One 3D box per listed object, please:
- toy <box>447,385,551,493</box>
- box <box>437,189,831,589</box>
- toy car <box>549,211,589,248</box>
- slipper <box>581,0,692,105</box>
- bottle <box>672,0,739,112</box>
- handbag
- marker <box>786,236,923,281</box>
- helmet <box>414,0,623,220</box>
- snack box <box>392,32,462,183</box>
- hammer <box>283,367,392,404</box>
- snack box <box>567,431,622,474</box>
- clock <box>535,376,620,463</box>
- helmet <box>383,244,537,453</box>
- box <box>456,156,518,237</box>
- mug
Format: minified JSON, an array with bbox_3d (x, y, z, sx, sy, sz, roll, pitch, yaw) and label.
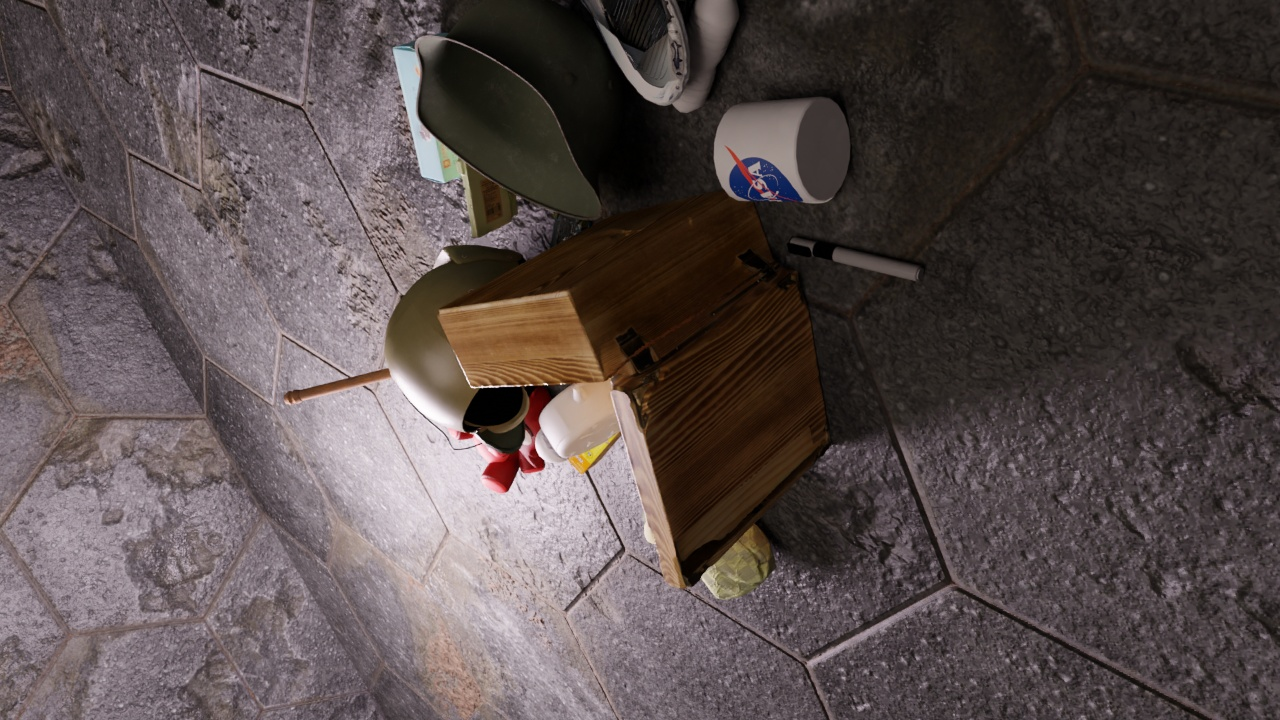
[{"bbox_3d":[-0.195,0.105,1.405,0.198,0.120,0.158,-32,90,44],"label":"toy"},{"bbox_3d":[0.028,0.023,0.971,0.287,0.278,0.336,-6,112,49],"label":"box"},{"bbox_3d":[-0.088,-0.152,1.157,0.048,0.032,0.105,29,122,30],"label":"toy car"},{"bbox_3d":[-0.011,-0.368,0.891,0.263,0.063,0.111,57,145,18],"label":"slipper"},{"bbox_3d":[0.061,-0.302,0.875,0.044,0.044,0.137,42,141,15],"label":"bottle"},{"bbox_3d":[0.081,0.231,1.191,0.186,0.116,0.113,49,128,8],"label":"handbag"},{"bbox_3d":[0.208,-0.100,0.895,0.141,0.016,0.016,20,131,36],"label":"marker"},{"bbox_3d":[-0.110,-0.283,0.953,0.227,0.153,0.268,24,171,27],"label":"helmet"},{"bbox_3d":[-0.254,-0.321,1.171,0.053,0.074,0.175,21,131,37],"label":"snack box"},{"bbox_3d":[-0.378,0.021,1.355,0.318,0.162,0.083,-14,113,5],"label":"hammer"},{"bbox_3d":[-0.071,0.085,1.279,0.088,0.040,0.126,46,128,9],"label":"snack box"},{"bbox_3d":[-0.059,0.073,1.149,0.073,0.125,0.161,56,140,15],"label":"clock"},{"bbox_3d":[-0.190,-0.030,1.158,0.233,0.254,0.251,42,141,12],"label":"helmet"},{"bbox_3d":[-0.211,-0.261,1.147,0.082,0.097,0.188,21,127,36],"label":"box"},{"bbox_3d":[0.139,-0.186,0.856,0.090,0.091,0.121,10,159,42],"label":"mug"}]
